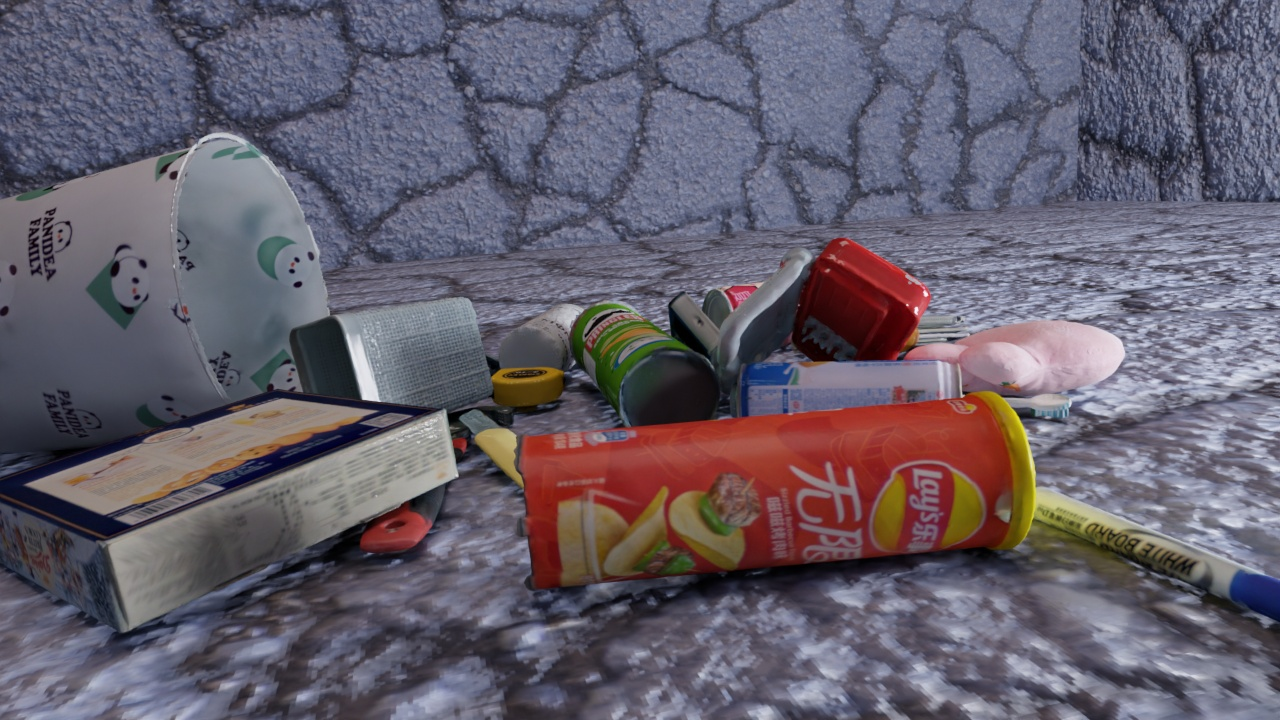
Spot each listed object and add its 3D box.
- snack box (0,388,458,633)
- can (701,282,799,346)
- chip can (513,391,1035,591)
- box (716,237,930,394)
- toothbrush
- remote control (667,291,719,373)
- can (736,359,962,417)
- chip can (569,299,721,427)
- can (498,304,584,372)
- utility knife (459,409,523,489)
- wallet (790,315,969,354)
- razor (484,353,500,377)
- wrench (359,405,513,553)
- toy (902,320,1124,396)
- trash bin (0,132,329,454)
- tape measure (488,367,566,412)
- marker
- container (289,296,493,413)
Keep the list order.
[{"bbox_3d":[-0.225,0.065,0.492,0.183,0.046,0.177,2,17,41],"label":"snack box"},{"bbox_3d":[0.116,-0.044,0.905,0.093,0.066,0.066,-8,12,-22],"label":"can"},{"bbox_3d":[0.055,0.058,0.409,0.216,0.073,0.073,-5,11,-1],"label":"chip can"},{"bbox_3d":[0.116,-0.008,0.643,0.110,0.100,0.201,35,-8,12],"label":"box"},{"bbox_3d":[0.171,0.028,0.627,0.225,0.027,0.026,-1,48,19],"label":"toothbrush"},{"bbox_3d":[0.044,-0.013,0.702,0.024,0.049,0.125,-39,-13,-6],"label":"remote control"},{"bbox_3d":[0.131,0.027,0.578,0.135,0.053,0.053,-1,12,15],"label":"can"},{"bbox_3d":[-0.004,0.004,0.700,0.072,0.072,0.236,-6,12,-10],"label":"chip can"},{"bbox_3d":[-0.083,-0.016,0.859,0.058,0.058,0.146,-2,11,11],"label":"can"},{"bbox_3d":[-0.074,0.057,0.559,0.030,0.021,0.201,-7,22,-28],"label":"utility knife"},{"bbox_3d":[0.215,-0.020,0.831,0.129,0.037,0.106,-5,1,-9],"label":"wallet"},{"bbox_3d":[-0.175,0.006,0.882,0.042,0.022,0.143,28,-16,-38],"label":"razor"},{"bbox_3d":[-0.126,0.066,0.578,0.056,0.016,0.273,-4,11,2],"label":"wrench"},{"bbox_3d":[0.263,-0.001,0.653,0.159,0.054,0.121,-4,1,-33],"label":"toy"},{"bbox_3d":[-0.403,-0.035,0.697,0.252,0.229,0.229,-9,11,4],"label":"trash bin"},{"bbox_3d":[-0.092,0.024,0.740,0.060,0.029,0.057,-3,10,7],"label":"tape measure"},{"bbox_3d":[0.214,0.079,0.381,0.017,0.017,0.146,-8,12,-18],"label":"marker"},{"bbox_3d":[-0.179,0.005,0.673,0.111,0.090,0.090,-18,6,-43],"label":"container"}]
